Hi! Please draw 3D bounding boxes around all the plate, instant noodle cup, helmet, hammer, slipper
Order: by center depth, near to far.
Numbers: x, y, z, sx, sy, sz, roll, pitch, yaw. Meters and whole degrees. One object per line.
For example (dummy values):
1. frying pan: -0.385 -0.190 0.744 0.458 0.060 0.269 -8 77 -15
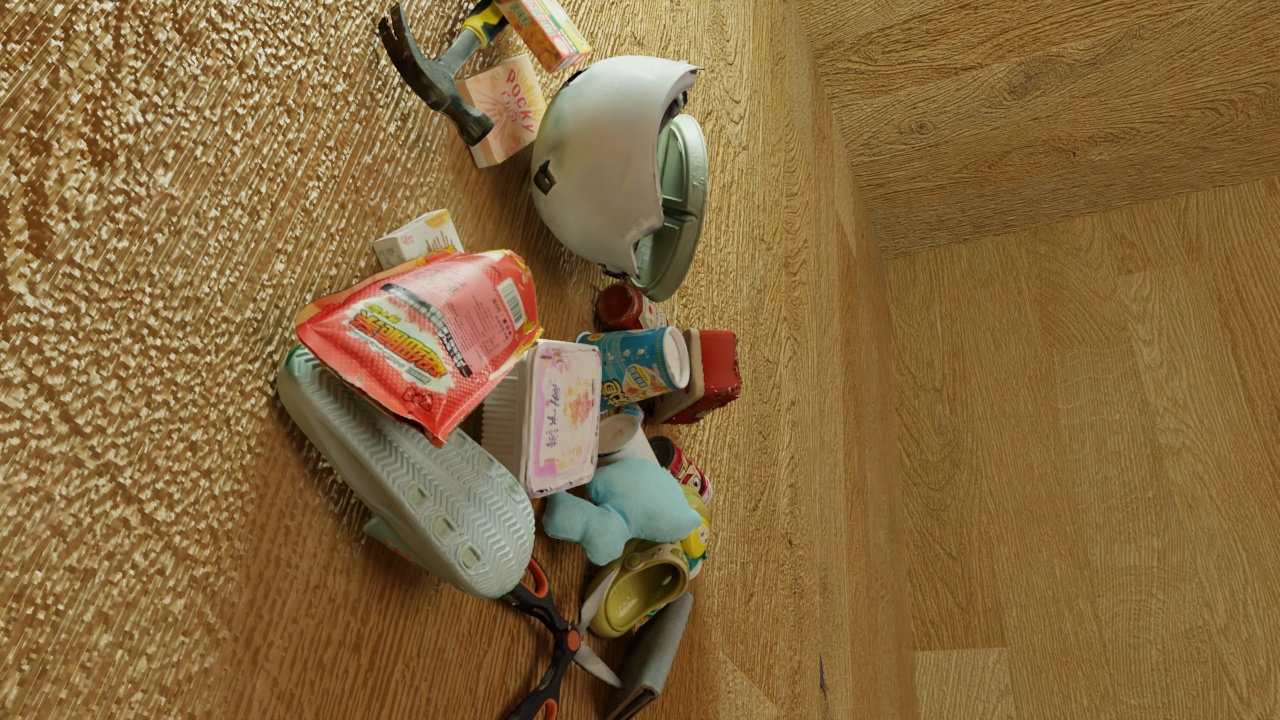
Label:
1. slipper: -0.172 0.087 0.668 0.245 0.074 0.103 50 31 -21
2. instant noodle cup: -0.091 0.051 0.845 0.173 0.060 0.138 4 90 -72
3. hammer: -0.159 -0.324 0.894 0.126 0.032 0.322 44 32 -22
4. slipper: 0.022 0.219 0.970 0.190 0.082 0.092 -46 129 -28
5. helmet: -0.040 -0.210 0.974 0.259 0.146 0.229 138 -32 -80
6. instant noodle cup: -0.006 0.006 1.034 0.099 0.110 0.099 -10 90 -68
7. plate: 0.024 -0.185 1.118 0.230 0.027 0.230 -174 -90 -71

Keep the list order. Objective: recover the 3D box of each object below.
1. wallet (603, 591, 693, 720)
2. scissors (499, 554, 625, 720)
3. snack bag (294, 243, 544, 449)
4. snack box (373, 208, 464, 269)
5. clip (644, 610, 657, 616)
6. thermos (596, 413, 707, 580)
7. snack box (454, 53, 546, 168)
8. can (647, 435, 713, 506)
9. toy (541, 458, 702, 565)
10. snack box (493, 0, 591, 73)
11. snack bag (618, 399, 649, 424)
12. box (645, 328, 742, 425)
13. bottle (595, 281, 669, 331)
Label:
1. wallet: 0.010 0.317 0.960 0.037 0.107 0.129 34 37 -3
2. scissors: -0.081 0.253 0.834 0.221 0.022 0.229 64 35 -20
3. snack bag: -0.149 -0.023 0.678 0.128 0.073 0.207 44 29 -4
4. snack box: -0.167 -0.044 0.789 0.084 0.027 0.157 -55 131 -59
5. clip: 0.015 0.293 1.080 0.057 0.014 0.046 32 53 -59
6. thermos: 0.012 0.165 1.049 0.073 0.073 0.224 -70 142 -50
7. snack box: -0.141 -0.260 0.946 0.156 0.026 0.084 -58 133 -57
8. can: 0.046 0.146 1.164 0.133 0.053 0.053 49 37 -50
9. toy: -0.017 0.146 0.929 0.155 0.161 0.050 -58 178 -45
10. snack box: -0.119 -0.369 0.937 0.156 0.027 0.076 53 31 -8
11. snack bag: -0.015 0.079 1.089 0.048 0.026 0.104 56 32 -27
12. box: 0.069 0.025 1.123 0.169 0.077 0.091 139 -51 -65
13. bottle: 0.013 -0.036 1.160 0.206 0.060 0.059 36 48 -58
